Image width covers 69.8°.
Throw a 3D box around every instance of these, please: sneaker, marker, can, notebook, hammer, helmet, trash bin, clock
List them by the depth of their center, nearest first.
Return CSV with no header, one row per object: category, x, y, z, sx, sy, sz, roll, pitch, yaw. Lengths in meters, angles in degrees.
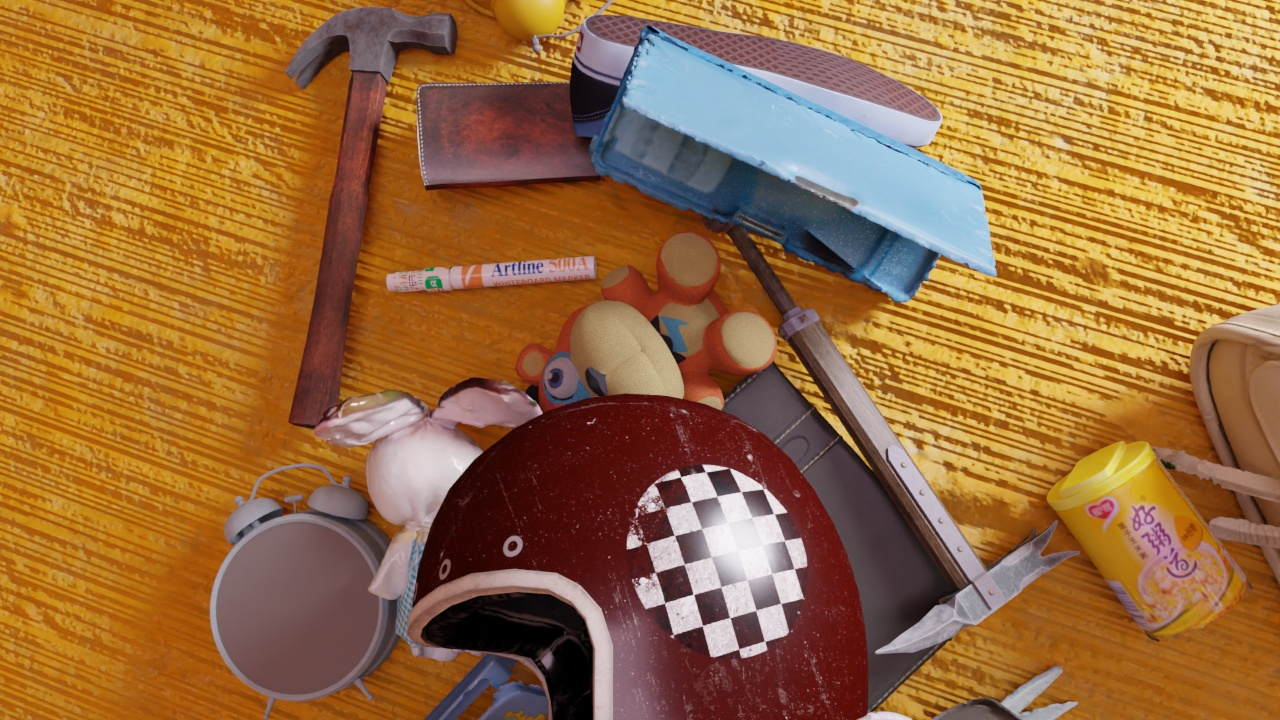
trash bin,0.200,0.322,0.472,0.197,0.197,0.220,-32,83,-2
helmet,-0.005,0.148,0.478,0.233,0.234,0.253,-12,67,-16
can,0.304,0.107,0.554,0.067,0.067,0.105,-34,83,1
hammer,0.127,0.023,0.585,0.146,0.028,0.316,-26,76,-22
notebook,0.093,0.129,0.594,0.169,0.029,0.209,-43,80,0
clock,-0.222,0.149,0.612,0.122,0.045,0.159,-11,84,3
sneaker,0.071,-0.158,0.615,0.241,0.083,0.098,9,128,-5
marker,-0.103,-0.059,0.636,0.145,0.017,0.017,-4,84,5
hammer,-0.205,-0.102,0.640,0.111,0.028,0.300,6,82,6
clock,-0.079,-0.291,0.642,0.113,0.052,0.152,-41,78,0

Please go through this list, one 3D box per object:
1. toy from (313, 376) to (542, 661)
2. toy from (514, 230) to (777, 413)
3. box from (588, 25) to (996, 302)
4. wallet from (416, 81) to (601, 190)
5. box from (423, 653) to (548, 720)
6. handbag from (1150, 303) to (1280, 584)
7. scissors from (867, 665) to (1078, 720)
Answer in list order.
toy,-0.128,0.101,0.593,0.131,0.105,0.205,-7,108,-14
toy,-0.003,0.003,0.583,0.176,0.096,0.112,-39,82,28
box,0.087,-0.098,0.535,0.231,0.110,0.094,23,120,-10
wallet,-0.089,-0.154,0.628,0.123,0.019,0.072,-4,83,-9
box,-0.140,0.278,0.580,0.064,0.069,0.210,43,90,1
handbag,0.388,0.085,0.501,0.132,0.184,0.229,-23,99,5
scissors,0.189,0.227,0.569,0.179,0.016,0.108,-38,98,0
